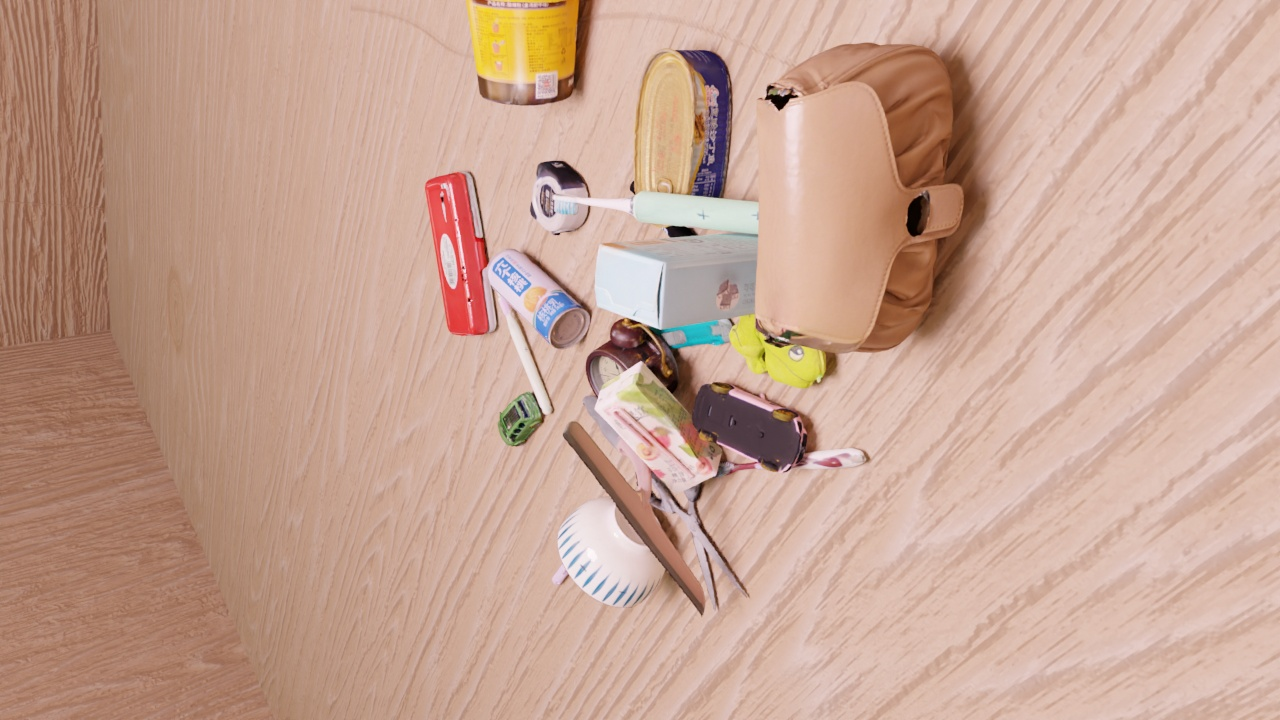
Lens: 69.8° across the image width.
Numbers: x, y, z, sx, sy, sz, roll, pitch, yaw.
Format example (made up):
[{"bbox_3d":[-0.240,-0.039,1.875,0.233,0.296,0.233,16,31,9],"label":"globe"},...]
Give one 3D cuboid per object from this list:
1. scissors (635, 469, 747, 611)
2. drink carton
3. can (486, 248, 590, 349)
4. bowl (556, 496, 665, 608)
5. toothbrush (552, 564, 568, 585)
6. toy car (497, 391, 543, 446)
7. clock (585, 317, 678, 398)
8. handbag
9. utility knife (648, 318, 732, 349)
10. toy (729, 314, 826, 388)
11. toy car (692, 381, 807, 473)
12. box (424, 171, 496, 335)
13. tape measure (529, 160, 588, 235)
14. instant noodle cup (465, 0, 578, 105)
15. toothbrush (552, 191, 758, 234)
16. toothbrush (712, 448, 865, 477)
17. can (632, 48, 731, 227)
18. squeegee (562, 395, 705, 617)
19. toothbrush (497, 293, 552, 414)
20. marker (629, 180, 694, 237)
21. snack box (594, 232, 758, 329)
[{"bbox_3d":[0.049,0.160,0.916,0.159,0.014,0.178,22,119,46],"label":"scissors"},{"bbox_3d":[0.017,0.064,0.842,0.054,0.045,0.122,-30,113,28],"label":"drink carton"},{"bbox_3d":[-0.115,-0.070,1.010,0.134,0.053,0.053,42,132,35],"label":"can"},{"bbox_3d":[-0.019,0.184,0.933,0.066,0.116,0.116,-51,61,30],"label":"bowl"},{"bbox_3d":[-0.068,0.221,1.078,0.190,0.029,0.021,123,162,-45],"label":"toothbrush"},{"bbox_3d":[-0.150,0.073,1.118,0.043,0.036,0.091,60,143,16],"label":"toy car"},{"bbox_3d":[-0.005,0.005,0.882,0.082,0.055,0.122,50,146,9],"label":"clock"},{"bbox_3d":[0.144,-0.101,0.605,0.100,0.147,0.205,23,123,47],"label":"handbag"},{"bbox_3d":[0.026,-0.021,0.885,0.187,0.013,0.029,-8,96,52],"label":"utility knife"},{"bbox_3d":[0.115,-0.012,0.760,0.100,0.031,0.097,46,147,27],"label":"toy"},{"bbox_3d":[0.096,0.057,0.804,0.122,0.037,0.056,24,108,42],"label":"toy car"},{"bbox_3d":[-0.223,-0.131,1.140,0.087,0.046,0.201,3,105,51],"label":"box"},{"bbox_3d":[-0.084,-0.167,0.957,0.066,0.033,0.066,47,136,34],"label":"tape measure"},{"bbox_3d":[-0.112,-0.314,0.882,0.118,0.118,0.115,33,133,41],"label":"instant noodle cup"},{"bbox_3d":[0.028,-0.124,0.759,0.225,0.026,0.027,9,112,20],"label":"toothbrush"},{"bbox_3d":[0.120,0.091,0.802,0.188,0.017,0.016,-14,93,53],"label":"toothbrush"},{"bbox_3d":[0.035,-0.190,0.788,0.075,0.049,0.148,25,121,45],"label":"can"},{"bbox_3d":[-0.019,0.089,0.904,0.248,0.040,0.249,55,-178,-29],"label":"squeegee"},{"bbox_3d":[-0.141,-0.025,1.086,0.029,0.020,0.189,123,126,-80],"label":"toothbrush"},{"bbox_3d":[0.033,-0.121,0.840,0.022,0.020,0.132,-45,62,16],"label":"marker"},{"bbox_3d":[0.055,-0.065,0.705,0.074,0.174,0.052,23,116,46],"label":"snack box"}]
